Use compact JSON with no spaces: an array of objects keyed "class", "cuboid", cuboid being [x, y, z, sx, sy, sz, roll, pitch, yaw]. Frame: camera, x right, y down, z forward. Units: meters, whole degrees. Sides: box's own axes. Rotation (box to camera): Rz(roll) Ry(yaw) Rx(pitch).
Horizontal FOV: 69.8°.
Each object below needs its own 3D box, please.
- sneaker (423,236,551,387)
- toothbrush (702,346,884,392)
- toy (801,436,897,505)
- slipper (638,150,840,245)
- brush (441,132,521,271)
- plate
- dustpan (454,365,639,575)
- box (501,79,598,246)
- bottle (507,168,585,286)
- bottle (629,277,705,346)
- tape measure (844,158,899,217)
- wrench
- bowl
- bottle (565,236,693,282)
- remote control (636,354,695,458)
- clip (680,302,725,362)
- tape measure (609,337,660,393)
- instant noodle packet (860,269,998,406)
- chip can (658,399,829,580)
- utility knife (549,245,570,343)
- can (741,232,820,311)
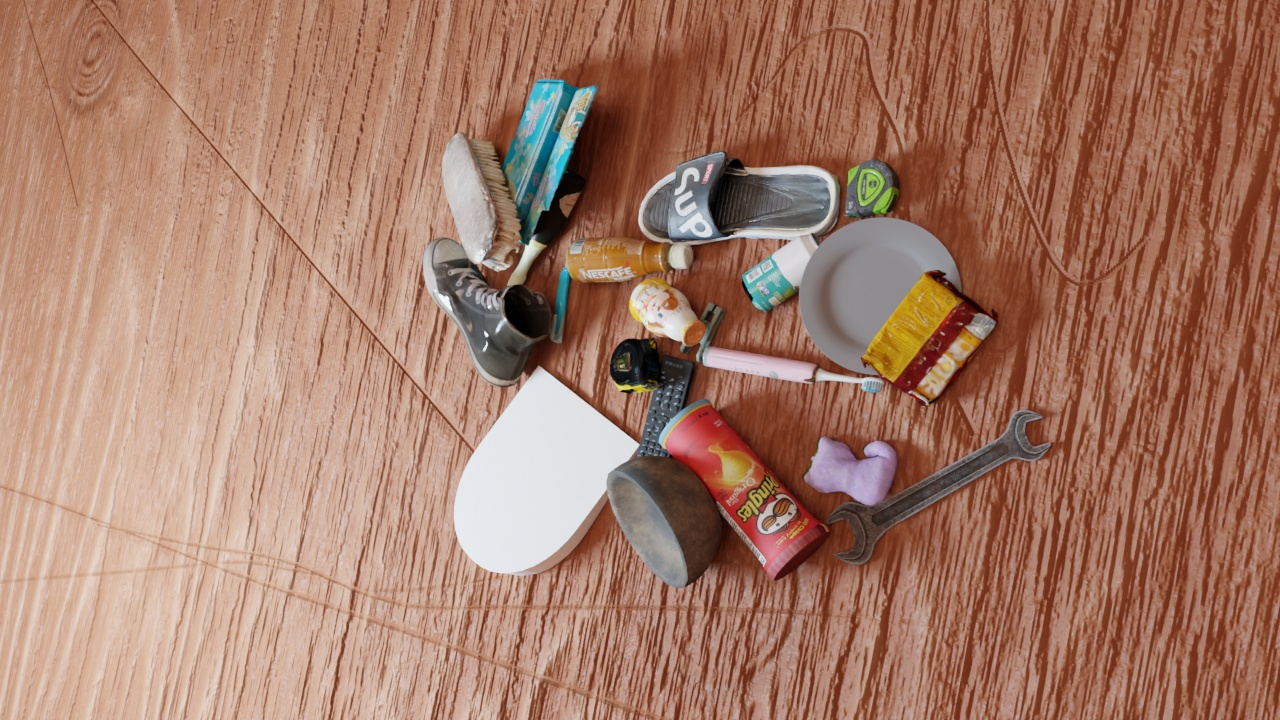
[{"class":"sneaker","cuboid":[-0.210,-0.091,1.251,0.120,0.095,0.234,-45,65,41]},{"class":"toothbrush","cuboid":[0.179,0.011,1.096,0.223,0.027,0.026,10,60,28]},{"class":"toy","cuboid":[0.242,0.121,1.047,0.100,0.036,0.080,19,77,32]},{"class":"slipper","cuboid":[0.112,-0.199,1.137,0.264,0.063,0.111,6,87,25]},{"class":"brush","cuboid":[-0.222,-0.222,1.255,0.083,0.056,0.271,-53,40,26]},{"class":"plate","cuboid":[0.272,-0.073,1.047,0.178,0.012,0.178,1,95,12]},{"class":"dustpan","cuboid":[-0.139,0.168,1.246,0.191,0.053,0.257,36,89,26]},{"class":"box","cuboid":[-0.133,-0.267,1.241,0.182,0.039,0.227,29,98,57]},{"class":"bottle","cuboid":[-0.137,-0.178,1.270,0.045,0.045,0.185,38,108,25]},{"class":"bottle","cuboid":[0.035,-0.058,1.147,0.109,0.063,0.063,40,102,39]},{"class":"tape measure","cuboid":[0.272,-0.200,1.070,0.059,0.035,0.065,6,90,37]},{"class":"wrench","cuboid":[0.325,0.141,1.016,0.274,0.010,0.070,-35,70,19]},{"class":"bowl","cuboid":[0.033,0.183,1.092,0.070,0.163,0.162,-29,65,-24]},{"class":"bottle","cuboid":[-0.013,-0.133,1.193,0.167,0.059,0.059,0,84,26]},{"class":"remote control","cuboid":[0.033,0.070,1.169,0.047,0.022,0.150,16,94,27]},{"class":"clip","cuboid":[0.080,-0.036,1.156,0.037,0.023,0.075,30,96,27]},{"class":"tape measure","cuboid":[-0.007,0.007,1.173,0.072,0.042,0.071,-21,67,49]},{"class":"instant noodle packet","cuboid":[0.319,-0.024,1.013,0.098,0.039,0.135,36,102,7]},{"class":"chip can","cuboid":[0.119,0.149,1.079,0.087,0.087,0.213,-48,65,14]},{"class":"utility knife","cuboid":[-0.106,-0.093,1.260,0.022,0.015,0.141,7,87,48]},{"class":"can","cuboid":[0.174,-0.105,1.096,0.102,0.055,0.055,-34,70,19]}]
